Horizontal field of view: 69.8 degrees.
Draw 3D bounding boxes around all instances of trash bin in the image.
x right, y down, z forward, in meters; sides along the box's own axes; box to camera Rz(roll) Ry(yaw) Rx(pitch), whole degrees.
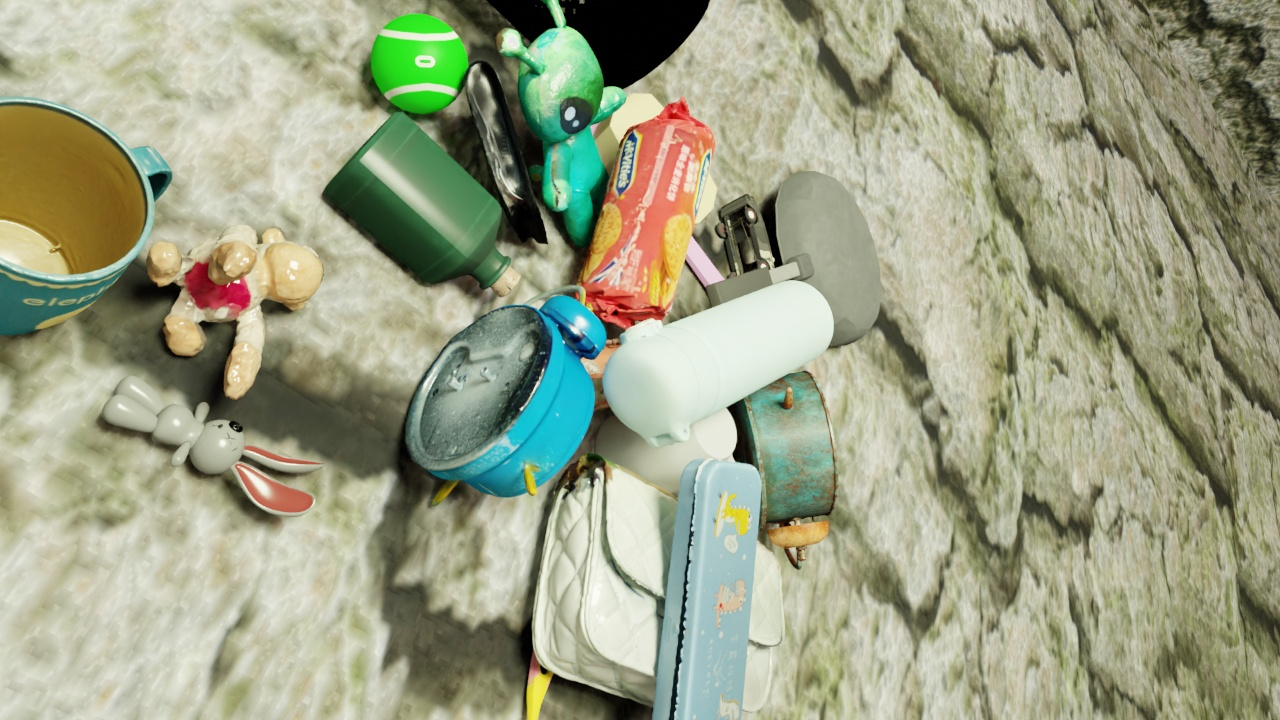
[{"bbox_3d":[-0.056,-0.323,0.700,0.199,0.196,0.195,44,47,-34],"label":"trash bin"}]

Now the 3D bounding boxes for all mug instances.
[{"bbox_3d":[0.034,0.072,0.671,0.107,0.090,0.071,45,48,-20],"label":"mug"},{"bbox_3d":[-0.274,-0.064,0.429,0.084,0.104,0.111,55,43,-11],"label":"mug"}]

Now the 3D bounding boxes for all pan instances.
[{"bbox_3d":[0.148,-0.085,0.829,0.356,0.041,0.178,-23,96,-57],"label":"pan"}]

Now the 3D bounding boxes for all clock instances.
[{"bbox_3d":[0.104,0.087,0.718,0.073,0.121,0.158,-8,103,-3],"label":"clock"},{"bbox_3d":[-0.079,0.013,0.574,0.060,0.117,0.161,43,52,-36],"label":"clock"}]

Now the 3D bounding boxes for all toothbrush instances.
[{"bbox_3d":[-0.063,0.200,0.581,0.021,0.016,0.135,37,47,-24],"label":"toothbrush"}]

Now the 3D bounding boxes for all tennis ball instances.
[{"bbox_3d":[-0.152,-0.203,0.630,0.065,0.066,0.065,19,61,-37],"label":"tennis ball"}]

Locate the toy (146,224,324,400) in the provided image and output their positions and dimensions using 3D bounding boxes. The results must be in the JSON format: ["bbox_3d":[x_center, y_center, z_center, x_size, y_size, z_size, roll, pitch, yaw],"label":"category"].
[{"bbox_3d":[-0.213,-0.036,0.508,0.105,0.074,0.085,-52,143,-64],"label":"toy"}]

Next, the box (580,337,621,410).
[{"bbox_3d":[-0.006,0.007,0.691,0.186,0.085,0.048,-11,108,-47],"label":"box"}]

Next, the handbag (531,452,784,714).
[{"bbox_3d":[0.022,0.159,0.626,0.194,0.073,0.138,33,51,-36],"label":"handbag"}]

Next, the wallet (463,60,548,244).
[{"bbox_3d":[-0.096,-0.142,0.651,0.026,0.089,0.115,-18,82,-3],"label":"wallet"}]

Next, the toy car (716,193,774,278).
[{"bbox_3d":[0.100,-0.104,0.843,0.037,0.040,0.092,1,72,-44],"label":"toy car"}]

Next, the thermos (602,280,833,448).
[{"bbox_3d":[0.058,-0.005,0.626,0.206,0.065,0.078,-22,95,-49],"label":"thermos"}]

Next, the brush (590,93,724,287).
[{"bbox_3d":[0.037,-0.123,0.790,0.228,0.043,0.089,53,46,-13],"label":"brush"}]

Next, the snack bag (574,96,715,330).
[{"bbox_3d":[0.003,-0.106,0.695,0.082,0.082,0.176,22,80,-35],"label":"snack bag"}]

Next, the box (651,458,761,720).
[{"bbox_3d":[0.046,0.166,0.570,0.065,0.037,0.209,12,83,-42],"label":"box"}]

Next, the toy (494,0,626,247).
[{"bbox_3d":[-0.057,-0.170,0.667,0.194,0.072,0.130,78,26,-49],"label":"toy"}]

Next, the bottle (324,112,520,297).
[{"bbox_3d":[-0.133,-0.092,0.603,0.131,0.061,0.061,43,51,-22],"label":"bottle"}]

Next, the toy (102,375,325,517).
[{"bbox_3d":[-0.223,0.045,0.483,0.111,0.030,0.049,34,24,-25],"label":"toy"}]
